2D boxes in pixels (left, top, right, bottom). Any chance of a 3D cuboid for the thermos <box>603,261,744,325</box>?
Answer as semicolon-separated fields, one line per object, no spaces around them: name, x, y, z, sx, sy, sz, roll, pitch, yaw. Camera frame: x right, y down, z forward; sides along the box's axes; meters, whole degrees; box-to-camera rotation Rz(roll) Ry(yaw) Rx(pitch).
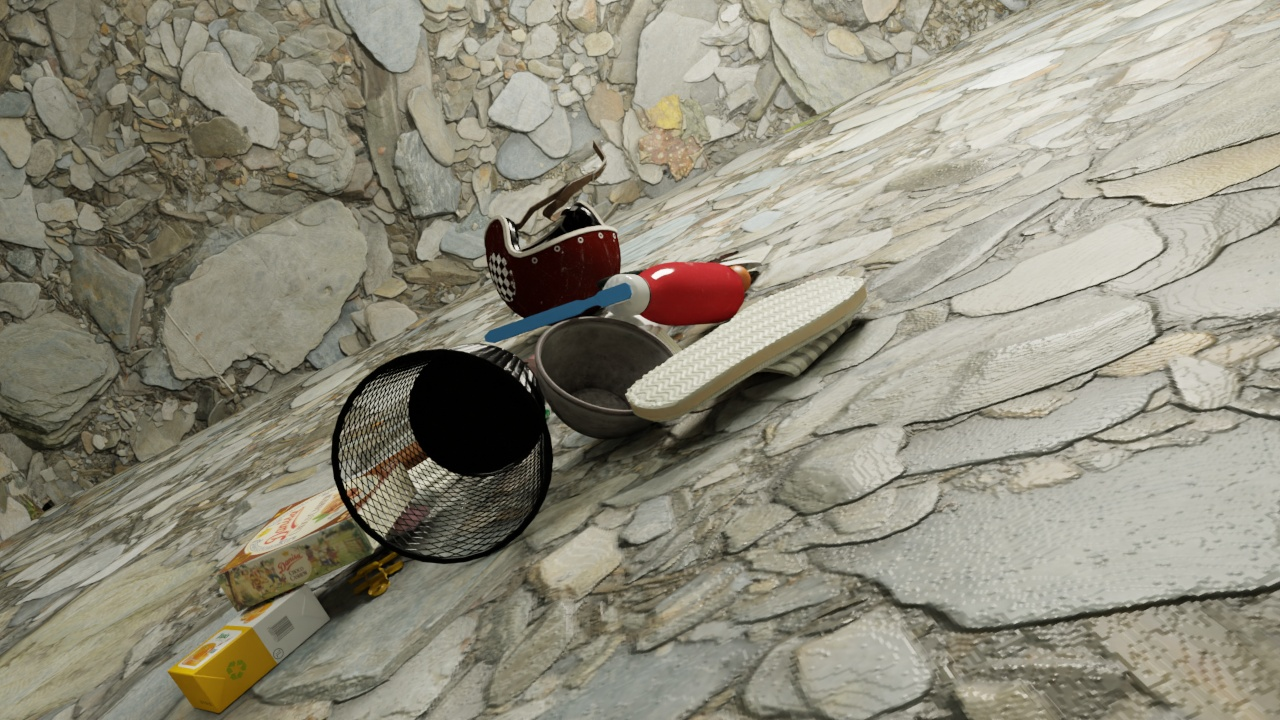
thermos;0.036;-0.074;1.028;0.073;0.073;0.239;-19;-6;32

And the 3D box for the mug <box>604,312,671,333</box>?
mug;-0.017;-0.029;1.155;0.111;0.074;0.090;-49;2;30

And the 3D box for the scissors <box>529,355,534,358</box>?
scissors;-0.133;-0.005;1.263;0.179;0.015;0.186;-24;15;15

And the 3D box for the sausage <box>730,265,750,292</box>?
sausage;0.084;-0.096;1.246;0.165;0.039;0.044;-13;9;46

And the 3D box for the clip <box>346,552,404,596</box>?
clip;-0.246;0.192;0.840;0.053;0.037;0.046;-29;6;-12

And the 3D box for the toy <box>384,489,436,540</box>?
toy;-0.249;0.160;0.952;0.079;0.038;0.123;-22;9;-20

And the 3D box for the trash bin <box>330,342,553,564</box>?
trash bin;-0.169;0.067;0.870;0.184;0.184;0.210;-27;8;2

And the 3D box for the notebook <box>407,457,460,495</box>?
notebook;-0.258;0.129;1.134;0.209;0.012;0.152;-14;19;42

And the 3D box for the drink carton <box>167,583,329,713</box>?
drink carton;-0.337;0.245;0.800;0.059;0.040;0.122;-14;19;44

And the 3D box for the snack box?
snack box;-0.300;0.161;0.867;0.147;0.041;0.143;-23;13;9

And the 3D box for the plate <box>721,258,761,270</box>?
plate;0.101;-0.126;1.276;0.134;0.011;0.134;-11;-2;-1

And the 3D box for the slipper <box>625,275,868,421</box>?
slipper;0.106;-0.009;0.857;0.272;0.054;0.115;-29;17;-28

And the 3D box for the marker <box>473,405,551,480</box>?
marker;-0.146;0.092;1.047;0.017;0.017;0.145;-17;17;35

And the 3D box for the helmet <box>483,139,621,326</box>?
helmet;-0.146;-0.190;1.572;0.232;0.253;0.235;-19;-19;-40

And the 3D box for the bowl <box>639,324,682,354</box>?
bowl;-0.006;0.006;0.999;0.115;0.062;0.115;-26;14;7

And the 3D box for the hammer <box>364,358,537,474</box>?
hammer;-0.221;0.084;1.049;0.115;0.033;0.322;16;39;43

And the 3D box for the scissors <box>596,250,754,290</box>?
scissors;0.034;-0.110;1.156;0.179;0.015;0.207;-4;-10;-39

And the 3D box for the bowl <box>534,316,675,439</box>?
bowl;-0.036;0.026;0.898;0.145;0.067;0.144;10;38;-8

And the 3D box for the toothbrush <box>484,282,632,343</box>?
toothbrush;-0.084;-0.046;0.935;0.167;0.016;0.014;-18;-8;18
